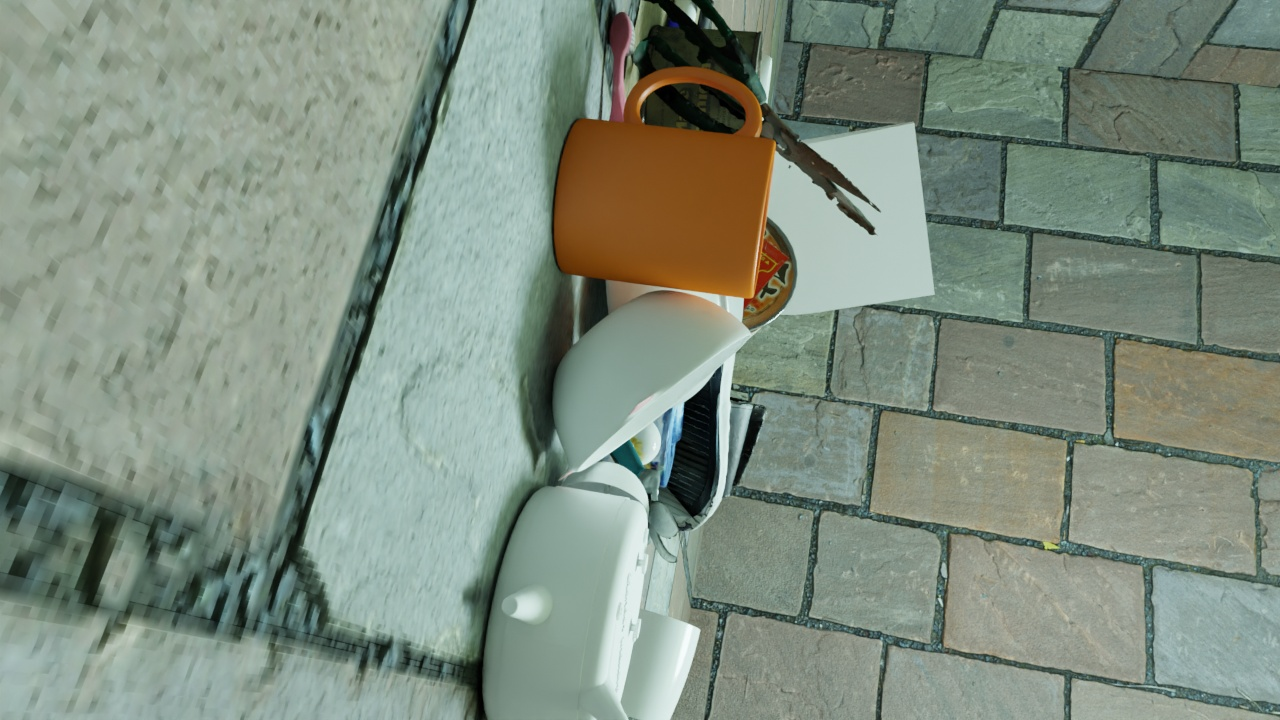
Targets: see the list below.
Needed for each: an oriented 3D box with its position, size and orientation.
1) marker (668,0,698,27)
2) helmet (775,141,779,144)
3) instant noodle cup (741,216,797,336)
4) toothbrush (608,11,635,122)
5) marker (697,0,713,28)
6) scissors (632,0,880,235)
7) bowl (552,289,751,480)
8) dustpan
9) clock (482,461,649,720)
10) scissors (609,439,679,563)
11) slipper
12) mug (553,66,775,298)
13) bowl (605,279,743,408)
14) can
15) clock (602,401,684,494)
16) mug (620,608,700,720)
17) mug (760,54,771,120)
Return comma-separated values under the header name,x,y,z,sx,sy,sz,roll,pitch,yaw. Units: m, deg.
name,x,y,z,sx,sy,sz,roll,pitch,yaw
marker,0.038,-0.284,0.695,0.020,0.020,0.141,84,16,-61
helmet,0.191,-0.170,1.162,0.147,0.227,0.242,-94,-176,-74
instant noodle cup,0.067,-0.060,0.835,0.122,0.123,0.123,103,-2,-70
toothbrush,-0.013,-0.118,0.500,0.016,0.022,0.135,-27,124,-69
marker,0.042,-0.226,0.736,0.152,0.011,0.011,102,0,-61
scissors,0.055,-0.131,0.508,0.015,0.209,0.137,-41,176,-10
bowl,-0.003,0.003,0.477,0.114,0.050,0.115,-38,173,-6
dustpan,0.187,-0.153,1.043,0.053,0.258,0.192,-65,144,-63
clock,-0.027,0.130,0.470,0.160,0.073,0.125,-60,158,-69
scissors,-0.007,0.080,0.573,0.126,0.019,0.154,118,-32,-50
slipper,0.047,0.022,0.747,0.063,0.111,0.264,-20,121,-42
mug,0.016,-0.092,0.455,0.077,0.096,0.112,40,58,-81
bowl,0.030,-0.056,0.594,0.176,0.066,0.176,-1,89,-77
can,0.042,-0.181,0.631,0.090,0.074,0.090,8,89,-82
clock,0.001,0.057,0.673,0.125,0.052,0.089,-73,169,-48
mug,-0.004,0.275,0.833,0.114,0.081,0.087,-23,-134,62
mug,0.094,-0.261,0.938,0.116,0.068,0.094,72,27,-73
